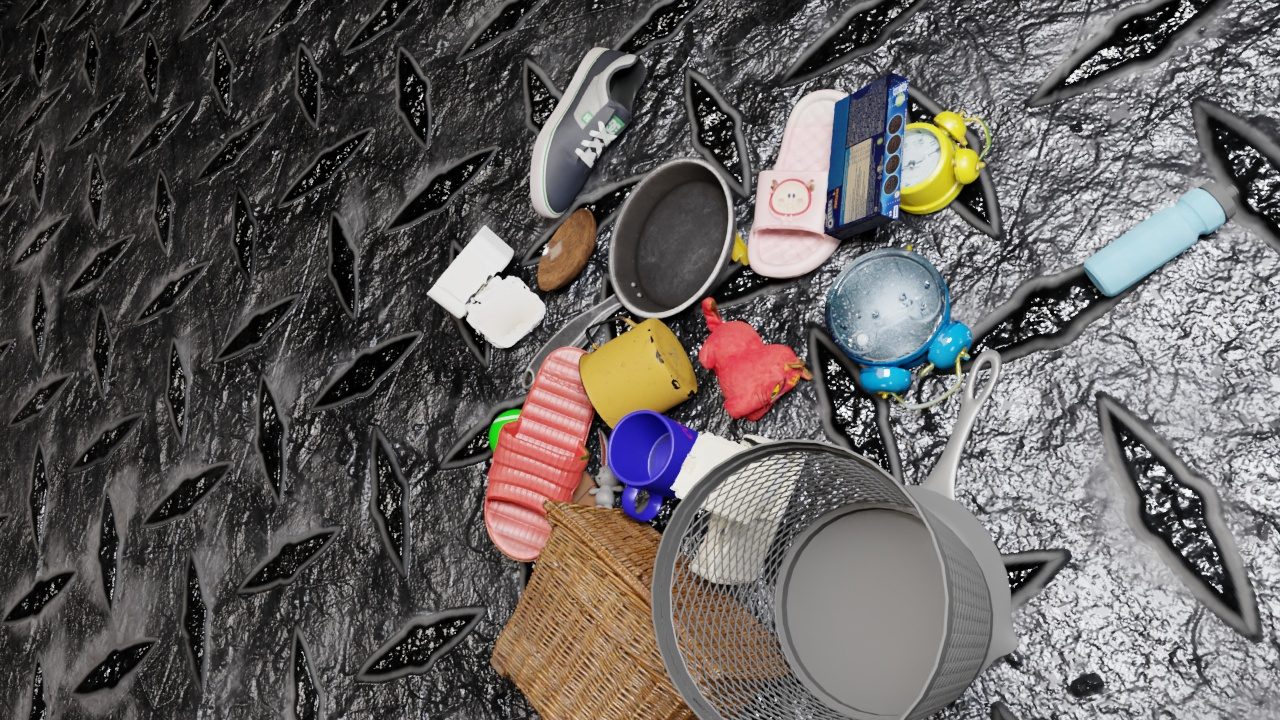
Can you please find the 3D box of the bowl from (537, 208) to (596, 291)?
[{"bbox_3d":[-0.084,-0.132,1.137,0.114,0.026,0.102,-48,35,23],"label":"bowl"}]

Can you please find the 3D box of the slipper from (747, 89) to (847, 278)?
[{"bbox_3d":[0.177,-0.191,0.984,0.107,0.055,0.221,11,79,32],"label":"slipper"}]

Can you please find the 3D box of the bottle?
[{"bbox_3d":[0.452,-0.107,0.792,0.130,0.040,0.040,-37,58,17],"label":"bottle"}]

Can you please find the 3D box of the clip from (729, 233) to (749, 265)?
[{"bbox_3d":[0.094,-0.123,1.029,0.049,0.045,0.054,-26,60,-6],"label":"clip"}]

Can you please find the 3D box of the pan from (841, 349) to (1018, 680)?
[{"bbox_3d":[0.256,0.152,0.838,0.217,0.024,0.354,20,85,35],"label":"pan"}]

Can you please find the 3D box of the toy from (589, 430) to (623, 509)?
[{"bbox_3d":[-0.036,0.130,1.019,0.049,0.030,0.111,-13,58,40],"label":"toy"}]

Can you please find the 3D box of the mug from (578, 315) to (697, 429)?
[{"bbox_3d":[-0.006,0.005,0.997,0.094,0.100,0.124,-29,98,19],"label":"mug"}]

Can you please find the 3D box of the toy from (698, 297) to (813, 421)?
[{"bbox_3d":[0.114,-0.012,0.946,0.094,0.088,0.133,-32,81,19],"label":"toy"}]

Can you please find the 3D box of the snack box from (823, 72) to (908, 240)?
[{"bbox_3d":[0.223,-0.201,0.912,0.082,0.027,0.150,-13,65,60],"label":"snack box"}]

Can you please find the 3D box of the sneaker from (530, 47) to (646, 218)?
[{"bbox_3d":[-0.063,-0.285,1.151,0.079,0.084,0.235,18,81,35],"label":"sneaker"}]

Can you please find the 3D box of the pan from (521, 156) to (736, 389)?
[{"bbox_3d":[-0.019,-0.082,1.074,0.358,0.055,0.187,-47,50,25],"label":"pan"}]

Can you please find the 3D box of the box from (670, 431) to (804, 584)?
[{"bbox_3d":[0.096,0.144,0.840,0.070,0.186,0.143,23,94,35],"label":"box"}]

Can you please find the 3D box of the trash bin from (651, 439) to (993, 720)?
[{"bbox_3d":[0.159,0.192,0.729,0.218,0.227,0.217,-11,69,29],"label":"trash bin"}]

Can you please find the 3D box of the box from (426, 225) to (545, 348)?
[{"bbox_3d":[-0.185,-0.087,1.175,0.109,0.136,0.121,-50,13,9],"label":"box"}]

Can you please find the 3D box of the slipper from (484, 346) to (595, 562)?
[{"bbox_3d":[-0.108,0.100,1.021,0.103,0.059,0.248,17,81,2],"label":"slipper"}]

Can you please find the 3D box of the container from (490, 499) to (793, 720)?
[{"bbox_3d":[-0.013,0.282,0.885,0.250,0.162,0.183,37,99,36],"label":"container"}]

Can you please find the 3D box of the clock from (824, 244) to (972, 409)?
[{"bbox_3d":[0.248,-0.030,0.883,0.117,0.060,0.161,-28,63,21],"label":"clock"}]

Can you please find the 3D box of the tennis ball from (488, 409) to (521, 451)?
[{"bbox_3d":[-0.146,0.091,1.086,0.065,0.065,0.065,-11,68,29],"label":"tennis ball"}]

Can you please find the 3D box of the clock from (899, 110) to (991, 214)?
[{"bbox_3d":[0.290,-0.198,0.912,0.119,0.057,0.083,-26,61,30],"label":"clock"}]

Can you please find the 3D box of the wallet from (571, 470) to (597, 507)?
[{"bbox_3d":[-0.086,0.166,1.054,0.087,0.013,0.121,-47,57,10],"label":"wallet"}]

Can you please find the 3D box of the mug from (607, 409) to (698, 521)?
[{"bbox_3d":[0.015,0.115,0.965,0.079,0.083,0.111,15,82,35],"label":"mug"}]
